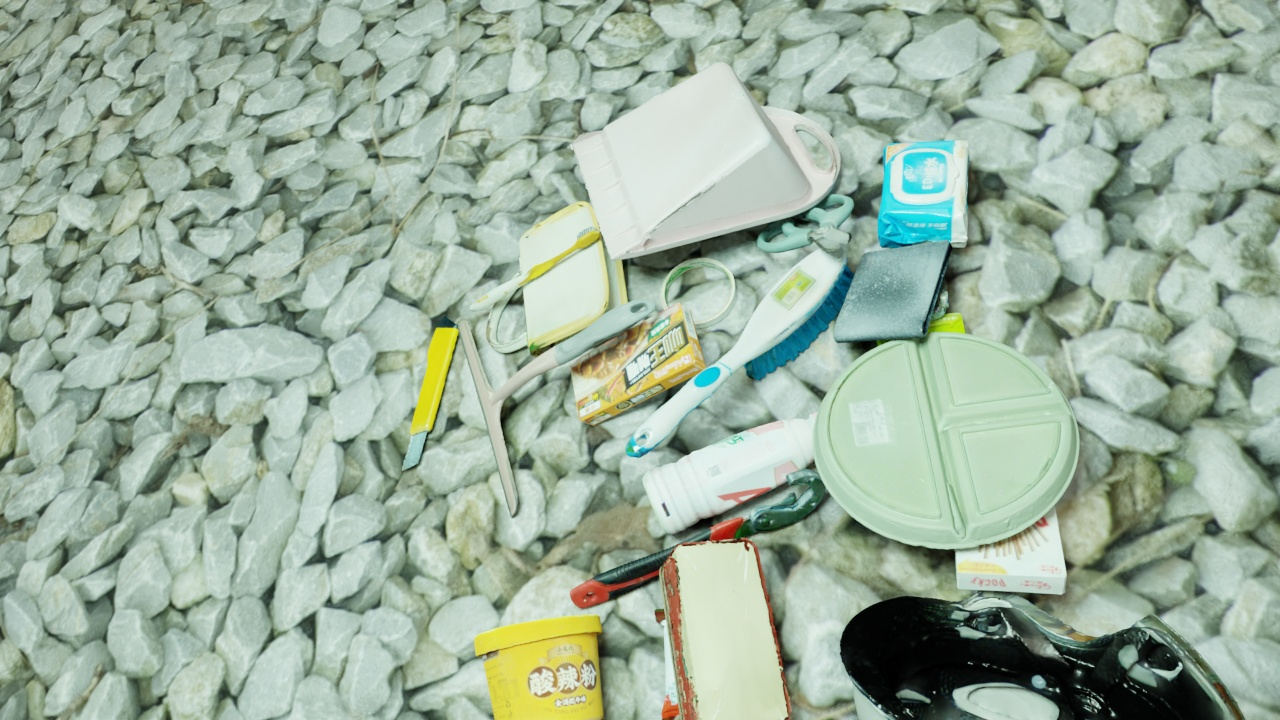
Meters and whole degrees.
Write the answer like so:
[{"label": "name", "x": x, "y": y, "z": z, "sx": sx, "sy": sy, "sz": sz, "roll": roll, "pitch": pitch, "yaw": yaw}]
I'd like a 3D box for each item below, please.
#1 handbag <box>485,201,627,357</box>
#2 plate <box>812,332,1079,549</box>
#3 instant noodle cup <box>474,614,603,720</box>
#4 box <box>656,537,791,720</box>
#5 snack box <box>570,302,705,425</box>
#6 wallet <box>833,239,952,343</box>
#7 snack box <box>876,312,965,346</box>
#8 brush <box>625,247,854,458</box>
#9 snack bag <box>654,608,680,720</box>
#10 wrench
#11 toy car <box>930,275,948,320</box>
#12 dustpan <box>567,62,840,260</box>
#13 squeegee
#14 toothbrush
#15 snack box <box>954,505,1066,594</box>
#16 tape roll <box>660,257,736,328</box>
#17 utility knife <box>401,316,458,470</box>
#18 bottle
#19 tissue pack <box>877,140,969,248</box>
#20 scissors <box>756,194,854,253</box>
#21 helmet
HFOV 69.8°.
[{"label": "handbag", "x": -0.104, "y": -0.080, "z": 1.069, "sx": 0.179, "sy": 0.063, "sz": 0.163, "roll": -23, "pitch": 59, "yaw": 23}, {"label": "plate", "x": 0.269, "y": 0.061, "z": 0.825, "sx": 0.230, "sy": 0.027, "sz": 0.229, "roll": -10, "pitch": 48, "yaw": 11}, {"label": "instant noodle cup", "x": -0.087, "y": 0.300, "z": 0.839, "sx": 0.118, "sy": 0.118, "sz": 0.114, "roll": -14, "pitch": 69, "yaw": 10}, {"label": "box", "x": 0.072, "y": 0.246, "z": 0.817, "sx": 0.091, "sy": 0.080, "sz": 0.168, "roll": -3, "pitch": 61, "yaw": -11}, {"label": "snack box", "x": -0.006, "y": 0.006, "z": 0.979, "sx": 0.154, "sy": 0.026, "sz": 0.075, "roll": -28, "pitch": 58, "yaw": 26}, {"label": "wallet", "x": 0.254, "y": -0.068, "z": 0.920, "sx": 0.097, "sy": 0.019, "sz": 0.120, "roll": -3, "pitch": 51, "yaw": 43}, {"label": "snack box", "x": 0.279, "y": 0.023, "z": 0.890, "sx": 0.086, "sy": 0.026, "sz": 0.156, "roll": -7, "pitch": 50, "yaw": 13}, {"label": "brush", "x": 0.105, "y": -0.004, "z": 0.929, "sx": 0.060, "sy": 0.109, "sz": 0.314, "roll": 40, "pitch": 81, "yaw": 24}, {"label": "snack bag", "x": 0.039, "y": 0.282, "z": 0.855, "sx": 0.048, "sy": 0.026, "sz": 0.104, "roll": -6, "pitch": 61, "yaw": 0}, {"label": "wrench", "x": 0.055, "y": 0.179, "z": 0.892, "sx": 0.273, "sy": 0.056, "sz": 0.016, "roll": -27, "pitch": 36, "yaw": 8}, {"label": "toy car", "x": 0.292, "y": -0.076, "z": 0.940, "sx": 0.043, "sy": 0.034, "sz": 0.090, "roll": -4, "pitch": 48, "yaw": 17}, {"label": "dustpan", "x": 0.080, "y": -0.212, "z": 1.051, "sx": 0.274, "sy": 0.139, "sz": 0.222, "roll": -29, "pitch": 49, "yaw": 17}, {"label": "squeegee", "x": -0.090, "y": 0.000, "z": 0.974, "sx": 0.250, "sy": 0.040, "sz": 0.247, "roll": -32, "pitch": 62, "yaw": 22}, {"label": "toothbrush", "x": -0.124, "y": -0.103, "z": 1.047, "sx": 0.192, "sy": 0.016, "sz": 0.018, "roll": -28, "pitch": 47, "yaw": 24}, {"label": "snack box", "x": 0.320, "y": 0.132, "z": 0.810, "sx": 0.085, "sy": 0.027, "sz": 0.156, "roll": -2, "pitch": 41, "yaw": 16}, {"label": "tape roll", "x": 0.065, "y": -0.076, "z": 1.032, "sx": 0.086, "sy": 0.014, "sz": 0.085, "roll": -7, "pitch": 63, "yaw": 14}, {"label": "utility knife", "x": -0.246, "y": 0.037, "z": 1.072, "sx": 0.033, "sy": 0.015, "sz": 0.195, "roll": 1, "pitch": 65, "yaw": 22}, {"label": "bottle", "x": 0.103, "y": 0.104, "z": 0.902, "sx": 0.197, "sy": 0.068, "sz": 0.068, "roll": -23, "pitch": 60, "yaw": 1}, {"label": "tissue pack", "x": 0.299, "y": -0.177, "z": 0.969, "sx": 0.090, "sy": 0.063, "sz": 0.139, "roll": 2, "pitch": 52, "yaw": 18}, {"label": "scissors", "x": 0.202, "y": -0.148, "z": 0.969, "sx": 0.132, "sy": 0.019, "sz": 0.186, "roll": -36, "pitch": 22, "yaw": -16}, {"label": "helmet", "x": 0.290, "y": 0.289, "z": 0.687, "sx": 0.274, "sy": 0.229, "sz": 0.157, "roll": 2, "pitch": 105, "yaw": 21}]
